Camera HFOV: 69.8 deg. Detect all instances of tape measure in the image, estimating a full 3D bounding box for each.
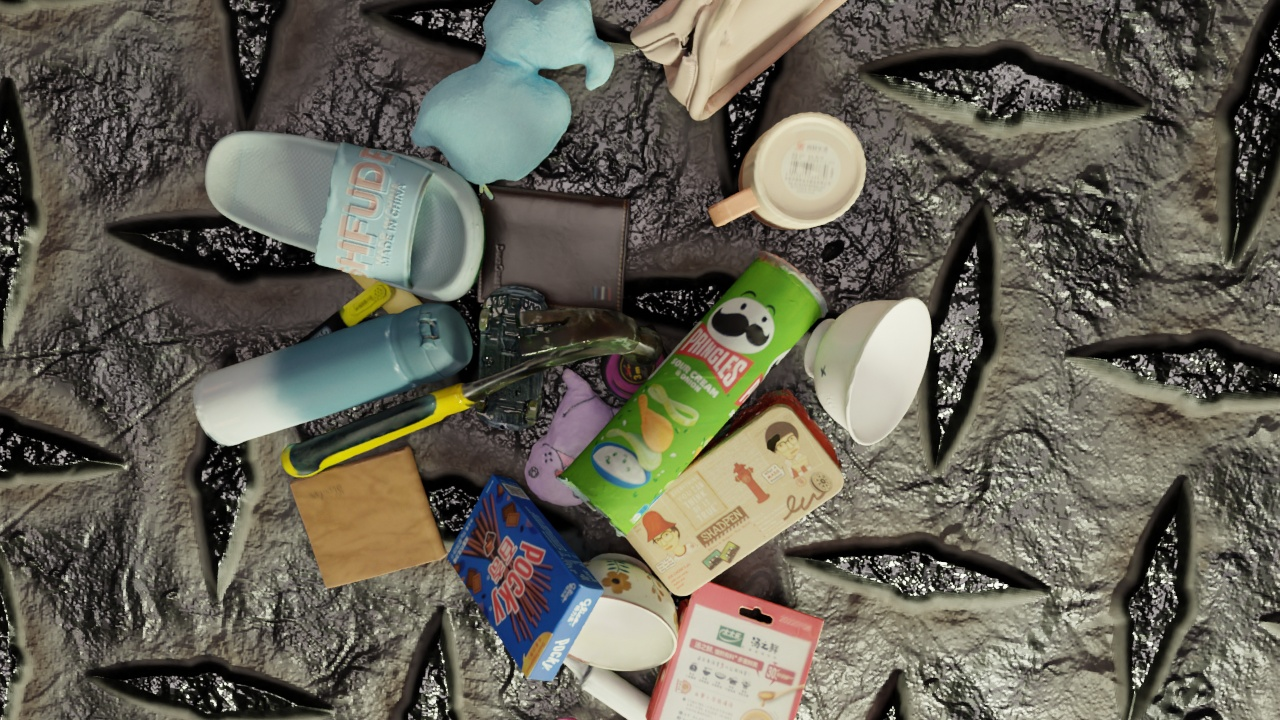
[{"bbox_3d":[-0.004,0.004,0.744,0.058,0.039,0.057,-29,103,0],"label":"tape measure"}]

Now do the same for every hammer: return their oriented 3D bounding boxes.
[{"bbox_3d":[-0.149,0.030,0.702,0.324,0.126,0.032,-21,71,22],"label":"hammer"}]

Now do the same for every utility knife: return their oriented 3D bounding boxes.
[{"bbox_3d":[-0.208,-0.060,0.755,0.173,0.019,0.031,45,93,-5],"label":"utility knife"}]

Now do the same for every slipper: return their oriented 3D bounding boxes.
[{"bbox_3d":[-0.233,-0.121,0.708,0.245,0.074,0.104,18,97,10],"label":"slipper"}]

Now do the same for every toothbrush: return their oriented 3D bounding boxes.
[{"bbox_3d":[-0.022,0.286,0.790,0.221,0.026,0.026,35,139,-3],"label":"toothbrush"}]

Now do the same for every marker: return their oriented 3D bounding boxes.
[{"bbox_3d":[-0.252,-0.028,0.756,0.124,0.015,0.018,-33,95,15],"label":"marker"}]

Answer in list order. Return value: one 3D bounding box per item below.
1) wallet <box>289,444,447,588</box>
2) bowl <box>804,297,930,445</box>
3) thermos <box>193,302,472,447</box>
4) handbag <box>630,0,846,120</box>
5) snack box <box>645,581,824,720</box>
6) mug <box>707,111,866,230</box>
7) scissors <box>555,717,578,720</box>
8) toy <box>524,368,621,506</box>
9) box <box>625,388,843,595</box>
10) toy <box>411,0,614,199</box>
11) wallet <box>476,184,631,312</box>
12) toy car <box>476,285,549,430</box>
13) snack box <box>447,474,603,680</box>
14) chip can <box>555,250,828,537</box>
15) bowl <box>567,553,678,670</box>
[{"bbox_3d":[-0.233,0.135,0.784,0.115,0.020,0.101,-17,95,8],"label":"wallet"},{"bbox_3d":[0.168,0.000,0.715,0.065,0.118,0.118,23,101,39],"label":"bowl"},{"bbox_3d":[-0.242,0.011,0.731,0.221,0.070,0.070,-16,97,11],"label":"thermos"},{"bbox_3d":[0.086,-0.261,0.602,0.193,0.234,0.093,-41,96,7],"label":"handbag"},{"bbox_3d":[0.077,0.257,0.765,0.113,0.044,0.127,19,83,0],"label":"snack box"},{"bbox_3d":[0.105,-0.132,0.685,0.114,0.106,0.081,-24,96,5],"label":"mug"},{"bbox_3d":[-0.020,0.335,0.791,0.137,0.017,0.096,-17,102,18],"label":"scissors"},{"bbox_3d":[-0.051,0.072,0.755,0.084,0.039,0.108,31,98,1],"label":"toy"},{"bbox_3d":[0.073,0.101,0.741,0.168,0.079,0.091,-38,96,13],"label":"box"},{"bbox_3d":[-0.100,-0.205,0.712,0.161,0.049,0.156,0,94,6],"label":"toy"},{"bbox_3d":[-0.071,-0.089,0.744,0.122,0.020,0.096,6,99,4],"label":"wallet"},{"bbox_3d":[-0.104,-0.001,0.748,0.054,0.036,0.121,8,110,3],"label":"toy car"},{"bbox_3d":[-0.095,0.166,0.723,0.026,0.157,0.084,22,101,-42],"label":"snack box"},{"bbox_3d":[0.040,0.025,0.701,0.072,0.072,0.236,43,84,-4],"label":"chip can"},{"bbox_3d":[-0.022,0.198,0.750,0.113,0.062,0.114,7,136,7],"label":"bowl"}]
